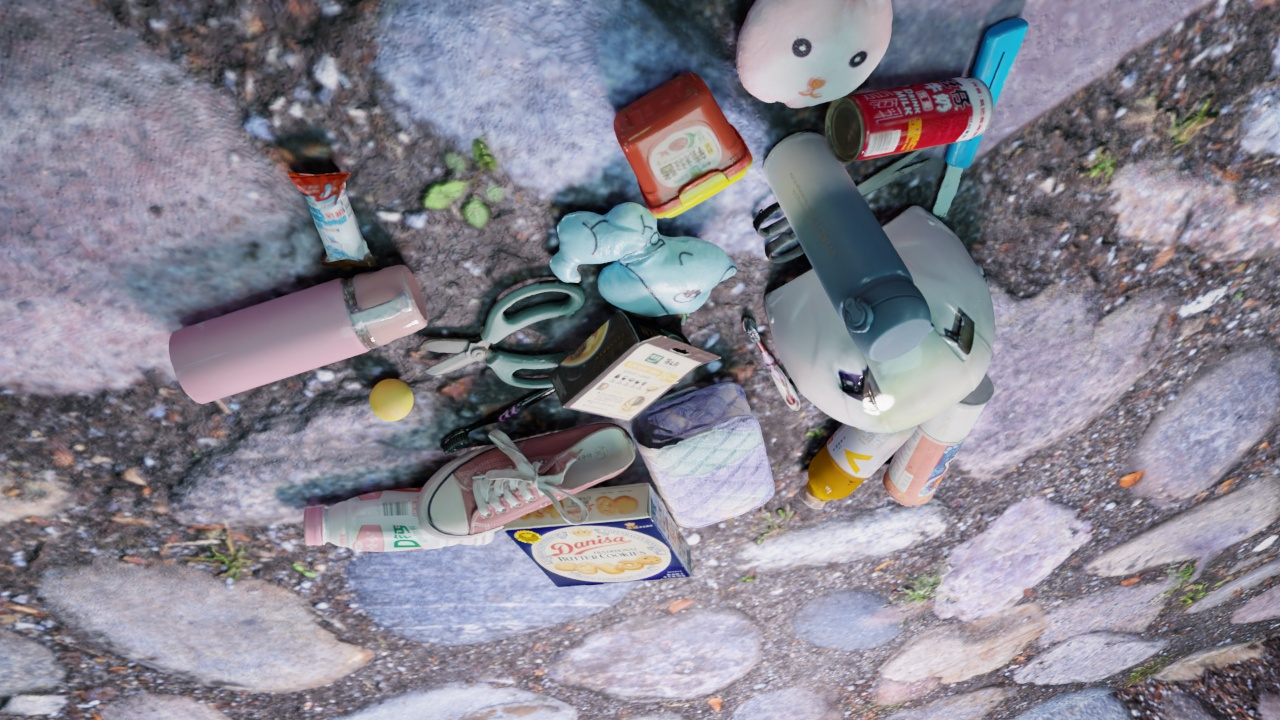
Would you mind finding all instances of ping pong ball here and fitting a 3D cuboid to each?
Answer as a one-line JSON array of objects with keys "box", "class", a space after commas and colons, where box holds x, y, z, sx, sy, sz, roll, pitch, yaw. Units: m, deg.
[{"box": [-0.235, 0.037, 0.868, 0.040, 0.040, 0.040, -11, 139, -10], "class": "ping pong ball"}]

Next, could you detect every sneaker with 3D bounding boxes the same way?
[{"box": [-0.116, 0.122, 0.952, 0.241, 0.118, 0.088, -18, 179, -11], "class": "sneaker"}]

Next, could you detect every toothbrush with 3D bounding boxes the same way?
[{"box": [-0.125, 0.050, 0.945, 0.189, 0.017, 0.014, -28, 138, 8], "class": "toothbrush"}, {"box": [0.147, 0.009, 1.006, 0.016, 0.017, 0.187, -27, 139, 10], "class": "toothbrush"}]

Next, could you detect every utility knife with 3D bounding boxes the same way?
[{"box": [0.296, -0.207, 0.822, 0.034, 0.018, 0.205, -11, 141, -11], "class": "utility knife"}]

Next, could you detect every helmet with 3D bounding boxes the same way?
[{"box": [0.261, -0.012, 0.928, 0.229, 0.145, 0.259, -28, 140, 10], "class": "helmet"}]

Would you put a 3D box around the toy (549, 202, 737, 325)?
[{"box": [0.004, -0.083, 0.821, 0.161, 0.049, 0.156, -12, 141, 6], "class": "toy"}]

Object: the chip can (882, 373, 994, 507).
[{"box": [0.368, 0.097, 1.152, 0.071, 0.071, 0.215, -7, 139, -14], "class": "chip can"}]

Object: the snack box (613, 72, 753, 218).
[{"box": [0.029, -0.170, 0.716, 0.091, 0.082, 0.080, -29, 126, 10], "class": "snack box"}]

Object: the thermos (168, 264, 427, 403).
[{"box": [-0.278, -0.022, 0.752, 0.198, 0.087, 0.067, -17, 104, -1], "class": "thermos"}]

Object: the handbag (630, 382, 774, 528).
[{"box": [0.074, 0.110, 1.048, 0.134, 0.075, 0.194, -20, 139, 0], "class": "handbag"}]

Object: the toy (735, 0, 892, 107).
[{"box": [0.137, -0.260, 0.674, 0.121, 0.054, 0.160, 0, 132, -23], "class": "toy"}]

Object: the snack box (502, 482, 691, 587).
[{"box": [-0.048, 0.214, 1.099, 0.178, 0.045, 0.182, -8, 143, 16], "class": "snack box"}]

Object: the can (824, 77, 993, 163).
[{"box": [0.224, -0.201, 0.761, 0.132, 0.053, 0.053, -14, 140, -18], "class": "can"}]

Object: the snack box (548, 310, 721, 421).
[{"box": [-0.005, 0.005, 0.896, 0.126, 0.053, 0.113, -41, 150, 21], "class": "snack box"}]

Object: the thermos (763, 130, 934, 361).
[{"box": [0.164, -0.095, 0.739, 0.070, 0.220, 0.070, -11, 141, -9], "class": "thermos"}]

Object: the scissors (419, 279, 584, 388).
[{"box": [-0.118, -0.027, 0.861, 0.174, 0.019, 0.176, 6, 135, -26], "class": "scissors"}]

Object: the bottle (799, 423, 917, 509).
[{"box": [0.263, 0.115, 1.132, 0.068, 0.068, 0.190, 9, 133, -30], "class": "bottle"}]

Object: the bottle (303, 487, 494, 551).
[{"box": [-0.260, 0.173, 0.995, 0.196, 0.068, 0.068, -2, 137, -15], "class": "bottle"}]

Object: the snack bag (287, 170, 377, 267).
[{"box": [-0.238, -0.109, 0.714, 0.048, 0.026, 0.104, -1, 138, -3], "class": "snack bag"}]

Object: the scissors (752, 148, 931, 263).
[{"box": [0.187, -0.144, 0.856, 0.170, 0.014, 0.151, -5, 139, -23], "class": "scissors"}]
